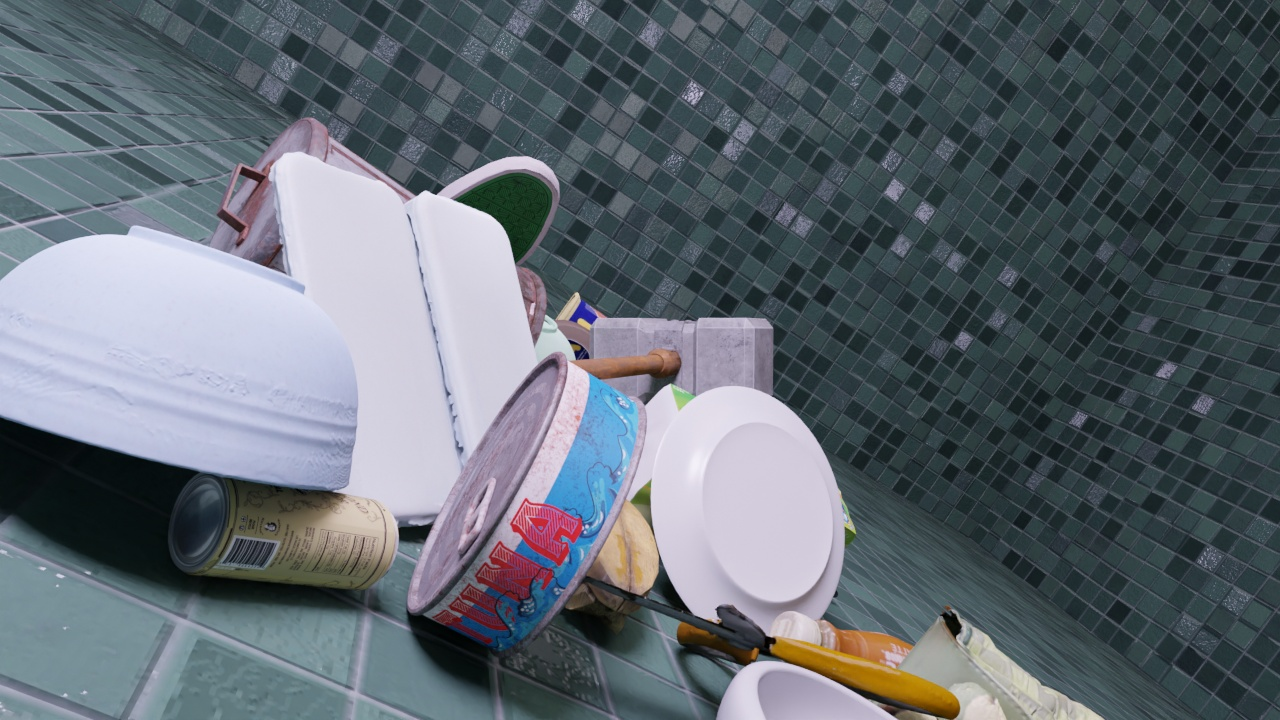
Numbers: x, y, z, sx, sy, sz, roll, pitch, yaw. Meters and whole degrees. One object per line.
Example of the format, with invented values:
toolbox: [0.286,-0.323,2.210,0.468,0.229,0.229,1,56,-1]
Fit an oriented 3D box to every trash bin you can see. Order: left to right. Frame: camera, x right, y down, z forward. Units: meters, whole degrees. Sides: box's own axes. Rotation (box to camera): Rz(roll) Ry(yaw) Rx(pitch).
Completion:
trash bin: [-0.183,-0.060,0.628,0.211,0.131,0.131,33,5,-37]

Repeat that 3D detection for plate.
plate: [0.088,0.108,0.660,0.188,0.188,0.016,31,-32,-26]

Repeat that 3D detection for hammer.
hammer: [-0.004,0.005,0.777,0.163,0.083,0.317,1,2,22]

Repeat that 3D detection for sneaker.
sneaker: [-0.151,-0.102,0.744,0.084,0.236,0.078,30,44,-31]

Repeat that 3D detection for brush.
brush: [-0.024,0.115,0.570,0.059,0.043,0.195,34,4,-10]

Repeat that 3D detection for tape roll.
tape roll: [-0.082,0.007,0.934,0.093,0.094,0.030,32,6,-16]

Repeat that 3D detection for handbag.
handbag: [0.214,0.238,0.525,0.186,0.113,0.116,34,13,0]

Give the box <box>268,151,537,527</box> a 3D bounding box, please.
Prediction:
box: [-0.118,-0.008,0.524,0.189,0.037,0.208,18,54,-61]

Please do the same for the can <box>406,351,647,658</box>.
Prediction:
can: [-0.052,0.062,0.411,0.044,0.130,0.130,32,6,-14]

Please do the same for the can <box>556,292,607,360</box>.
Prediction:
can: [-0.064,0.001,0.984,0.092,0.116,0.056,35,5,-10]

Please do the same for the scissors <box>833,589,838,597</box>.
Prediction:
scissors: [0.139,0.199,0.916,0.144,0.019,0.126,34,6,27]

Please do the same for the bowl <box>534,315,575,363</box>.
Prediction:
bowl: [-0.118,-0.008,0.816,0.151,0.077,0.150,23,13,-6]

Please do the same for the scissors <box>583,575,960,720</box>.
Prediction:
scissors: [0.054,0.146,0.476,0.225,0.016,0.217,26,-21,-23]

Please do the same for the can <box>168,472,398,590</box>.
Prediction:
can: [-0.136,0.068,0.359,0.038,0.038,0.079,37,7,37]

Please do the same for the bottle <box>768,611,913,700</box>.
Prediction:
bottle: [0.158,0.217,0.640,0.167,0.059,0.059,30,6,-27]

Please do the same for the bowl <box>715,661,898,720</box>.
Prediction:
bowl: [0.095,0.202,0.361,0.176,0.066,0.176,33,5,-4]

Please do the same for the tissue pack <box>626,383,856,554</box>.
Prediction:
tissue pack: [0.073,0.130,0.712,0.197,0.120,0.141,24,27,-24]

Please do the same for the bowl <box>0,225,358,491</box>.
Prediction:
bowl: [-0.177,-0.006,0.361,0.150,0.074,0.150,17,-6,1]
